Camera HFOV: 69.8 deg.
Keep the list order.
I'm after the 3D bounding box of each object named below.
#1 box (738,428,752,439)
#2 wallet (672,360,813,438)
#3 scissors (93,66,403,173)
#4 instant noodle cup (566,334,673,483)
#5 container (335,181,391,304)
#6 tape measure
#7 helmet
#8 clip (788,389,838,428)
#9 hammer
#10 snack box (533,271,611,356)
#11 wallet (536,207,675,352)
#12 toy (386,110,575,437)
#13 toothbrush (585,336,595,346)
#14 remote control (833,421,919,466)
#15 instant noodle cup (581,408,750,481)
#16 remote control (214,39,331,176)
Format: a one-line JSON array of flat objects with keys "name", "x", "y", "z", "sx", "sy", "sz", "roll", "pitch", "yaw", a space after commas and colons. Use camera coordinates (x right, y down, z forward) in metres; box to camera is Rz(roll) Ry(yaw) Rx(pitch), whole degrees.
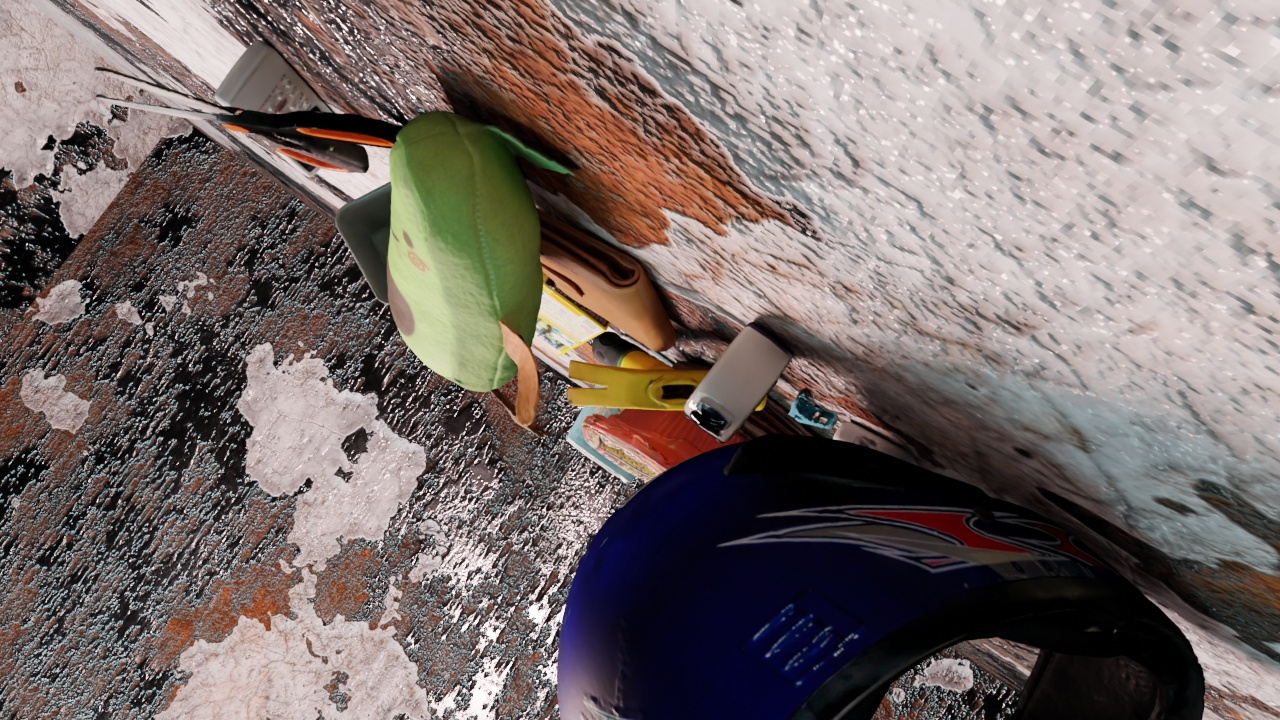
[{"name": "box", "x": 0.074, "y": 0.081, "z": 0.975, "sx": 0.090, "sy": 0.061, "sz": 0.184, "roll": 38, "pitch": 172, "yaw": -20}, {"name": "wallet", "x": 0.089, "y": 0.045, "z": 0.753, "sx": 0.124, "sy": 0.032, "sz": 0.101, "roll": 38, "pitch": 176, "yaw": -18}, {"name": "scissors", "x": -0.267, "y": -0.171, "z": 0.660, "sx": 0.235, "sy": 0.021, "sz": 0.220, "roll": 8, "pitch": 179, "yaw": 12}, {"name": "instant noodle cup", "x": -0.009, "y": 0.054, "z": 0.917, "sx": 0.111, "sy": 0.120, "sz": 0.111, "roll": 34, "pitch": 174, "yaw": 4}, {"name": "container", "x": -0.193, "y": -0.100, "z": 0.792, "sx": 0.090, "sy": 0.090, "sz": 0.111, "roll": 62, "pitch": 175, "yaw": -2}, {"name": "tape measure", "x": 0.055, "y": 0.013, "z": 0.509, "sx": 0.033, "sy": 0.065, "sz": 0.066, "roll": 37, "pitch": 176, "yaw": 6}, {"name": "helmet", "x": 0.107, "y": 0.161, "z": 0.510, "sx": 0.315, "sy": 0.247, "sz": 0.240, "roll": 1, "pitch": -162, "yaw": -26}, {"name": "clip", "x": 0.112, "y": 0.034, "z": 0.617, "sx": 0.034, "sy": 0.013, "sz": 0.054, "roll": 36, "pitch": 174, "yaw": 2}, {"name": "hammer", "x": -0.004, "y": 0.004, "z": 0.735, "sx": 0.128, "sy": 0.033, "sz": 0.301, "roll": 1, "pitch": -174, "yaw": -11}, {"name": "snack box", "x": -0.077, "y": -0.049, "z": 0.775, "sx": 0.087, "sy": 0.033, "sz": 0.141, "roll": 36, "pitch": 159, "yaw": -12}, {"name": "wallet", "x": -0.031, "y": -0.055, "z": 0.629, "sx": 0.108, "sy": 0.031, "sz": 0.132, "roll": 31, "pitch": 172, "yaw": 18}, {"name": "toy", "x": -0.105, "y": -0.053, "z": 0.548, "sx": 0.227, "sy": 0.089, "sz": 0.247, "roll": 56, "pitch": 157, "yaw": 24}, {"name": "toothbrush", "x": -0.101, "y": -0.063, "z": 1.028, "sx": 0.189, "sy": 0.014, "sz": 0.018, "roll": 39, "pitch": 163, "yaw": -33}, {"name": "remote control", "x": 0.175, "y": 0.083, "z": 0.623, "sx": 0.056, "sy": 0.020, "sz": 0.136, "roll": 29, "pitch": 171, "yaw": 41}, {"name": "instant noodle cup", "x": 0.045, "y": 0.087, "z": 0.795, "sx": 0.164, "sy": 0.079, "sz": 0.189, "roll": 38, "pitch": 172, "yaw": -19}, {"name": "remote control", "x": -0.289, "y": -0.201, "z": 0.752, "sx": 0.021, "sy": 0.058, "sz": 0.150, "roll": 33, "pitch": 174, "yaw": 10}]
